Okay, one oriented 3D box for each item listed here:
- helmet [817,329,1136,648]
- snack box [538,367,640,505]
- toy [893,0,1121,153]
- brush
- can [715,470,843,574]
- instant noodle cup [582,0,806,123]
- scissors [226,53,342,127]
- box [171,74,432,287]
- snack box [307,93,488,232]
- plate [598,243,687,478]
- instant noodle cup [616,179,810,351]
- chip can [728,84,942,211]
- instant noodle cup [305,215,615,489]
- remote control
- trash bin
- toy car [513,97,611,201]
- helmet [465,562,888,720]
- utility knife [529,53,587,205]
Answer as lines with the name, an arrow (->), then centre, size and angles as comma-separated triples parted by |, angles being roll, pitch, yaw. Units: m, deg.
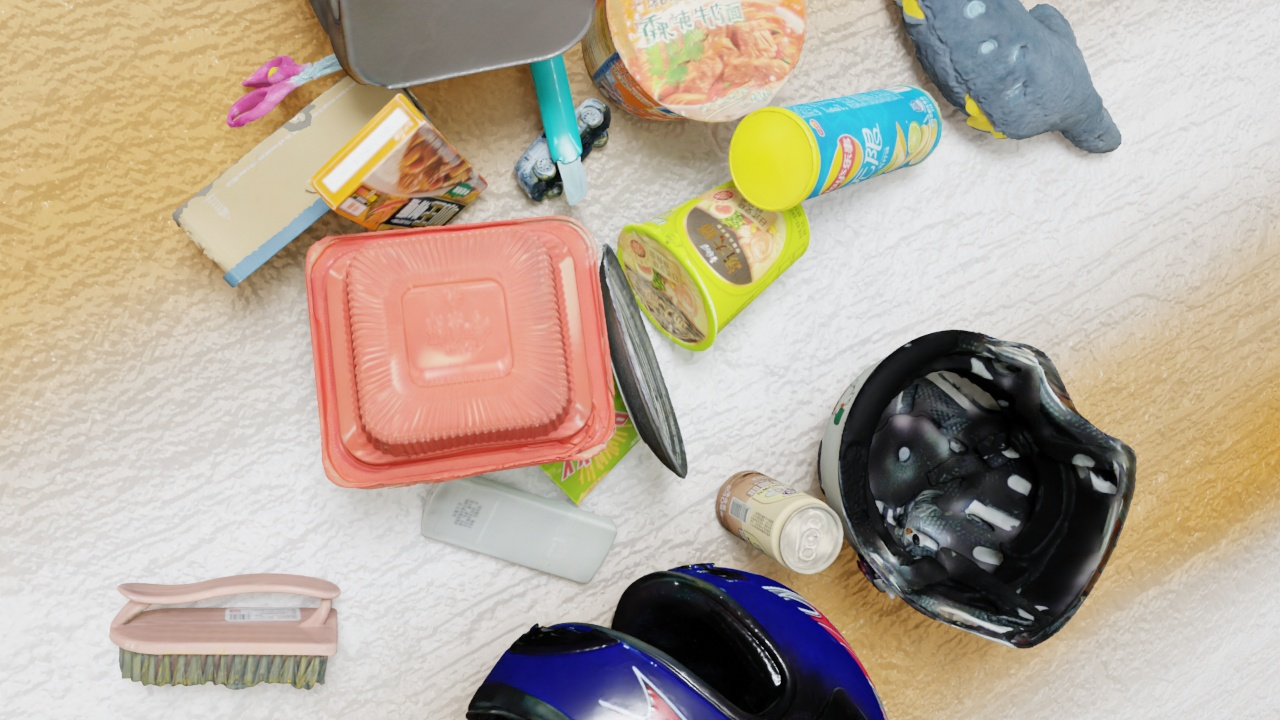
helmet -> 0.258, 0.099, 0.775 | 0.274, 0.157, 0.230 | 33, 82, -10
snack box -> -0.046, 0.047, 0.673 | 0.085, 0.026, 0.156 | -45, 153, -10
toy -> 0.308, -0.269, 0.792 | 0.356, 0.092, 0.137 | 34, 57, -21
brush -> -0.286, 0.185, 0.636 | 0.145, 0.063, 0.073 | 7, 98, -19
can -> 0.110, 0.129, 0.744 | 0.058, 0.116, 0.058 | -2, 97, -20
instant noodle cup -> 0.030, -0.244, 0.673 | 0.151, 0.111, 0.151 | -2, 97, -20
scissors -> -0.215, -0.177, 0.584 | 0.017, 0.137, 0.073 | 53, 48, -45
box -> -0.227, -0.121, 0.608 | 0.184, 0.090, 0.061 | -44, 110, -8
snack box -> -0.151, -0.116, 0.597 | 0.075, 0.153, 0.026 | -43, 85, 1
plate -> -0.004, 0.004, 0.665 | 0.024, 0.179, 0.179 | -20, 103, 6
instant noodle cup -> 0.063, -0.087, 0.713 | 0.123, 0.112, 0.112 | -36, 107, -21
chip can -> 0.156, -0.167, 0.703 | 0.209, 0.071, 0.071 | -24, 106, -45
instant noodle cup -> -0.108, -0.011, 0.561 | 0.188, 0.079, 0.164 | -8, 83, -10
remote control -> -0.094, 0.130, 0.716 | 0.150, 0.021, 0.058 | 23, 107, -21
trash bin -> -0.129, -0.297, 0.519 | 0.198, 0.199, 0.219 | -17, 69, -18
toy car -> -0.058, -0.160, 0.691 | 0.034, 0.043, 0.090 | 41, 86, 15
helmet -> 0.050, 0.270, 0.676 | 0.315, 0.248, 0.239 | 54, 50, -14
utility knife -> -0.066, -0.199, 0.669 | 0.029, 0.013, 0.182 | -13, 81, -3
